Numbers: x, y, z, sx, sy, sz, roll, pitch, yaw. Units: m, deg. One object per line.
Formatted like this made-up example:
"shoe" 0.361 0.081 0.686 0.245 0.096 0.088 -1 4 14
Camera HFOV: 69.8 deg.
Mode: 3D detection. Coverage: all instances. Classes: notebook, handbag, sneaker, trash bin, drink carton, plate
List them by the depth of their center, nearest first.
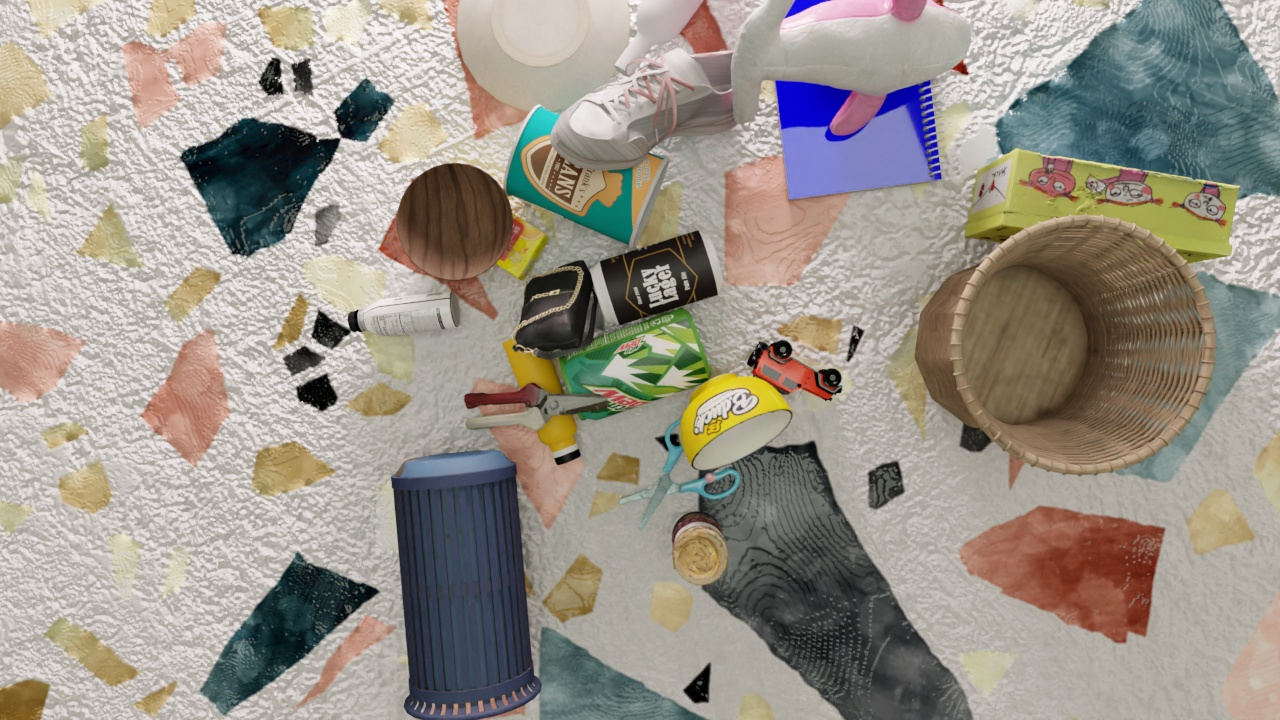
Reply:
"sneaker" 0.018 -0.261 0.900 0.235 0.090 0.099 -26 65 -30
"trash bin" -0.182 0.222 0.946 0.139 0.139 0.249 -5 90 2
"handbag" -0.091 -0.051 0.957 0.079 0.128 0.054 -11 134 17
"notebook" 0.231 -0.286 0.979 0.171 0.022 0.209 -7 91 4
"drink carton" -0.169 -0.145 0.983 0.134 0.043 0.058 32 91 0
"plate" -0.105 -0.364 0.983 0.189 0.027 0.188 0 91 2

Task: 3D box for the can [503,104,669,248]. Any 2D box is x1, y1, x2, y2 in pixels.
"can" -0.055 -0.189 0.949 0.144 0.099 0.099 23 92 1

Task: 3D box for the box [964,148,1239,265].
"box" 0.459 -0.148 0.925 0.221 0.124 0.079 11 92 -1

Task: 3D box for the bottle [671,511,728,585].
"bottle" 0.061 0.193 0.952 0.056 0.105 0.056 0 91 2

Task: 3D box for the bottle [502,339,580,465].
"bottle" -0.102 0.041 0.984 0.043 0.043 0.143 -21 91 2

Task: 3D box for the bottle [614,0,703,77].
"bottle" 0.038 -0.384 0.965 0.052 0.052 0.195 36 92 1

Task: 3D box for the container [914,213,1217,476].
"container" 0.388 -0.015 0.891 0.227 0.196 0.227 0 91 2

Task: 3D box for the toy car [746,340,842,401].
"toy car" 0.163 0.015 0.972 0.100 0.051 0.049 30 89 1

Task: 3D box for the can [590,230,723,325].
"can" 0.018 -0.086 0.963 0.128 0.072 0.072 -17 91 2

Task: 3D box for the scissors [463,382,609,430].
"scissors" -0.113 0.042 0.950 0.189 0.015 0.140 -44 69 30

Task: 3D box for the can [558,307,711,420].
"can" -0.006 0.006 0.960 0.144 0.083 0.083 -19 91 2

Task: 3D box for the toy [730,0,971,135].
"toy" 0.201 -0.322 0.910 0.265 0.187 0.127 -11 54 -21

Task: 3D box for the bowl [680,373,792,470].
"bowl" 0.091 0.056 0.950 0.117 0.117 0.067 -28 66 2

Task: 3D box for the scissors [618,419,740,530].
"scissors" 0.034 0.119 0.997 0.139 0.015 0.118 -16 90 -4

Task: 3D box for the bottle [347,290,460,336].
"bottle" -0.256 -0.048 0.988 0.116 0.041 0.041 -7 91 2

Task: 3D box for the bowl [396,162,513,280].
"bowl" -0.188 -0.141 0.945 0.119 0.032 0.119 0 92 3
